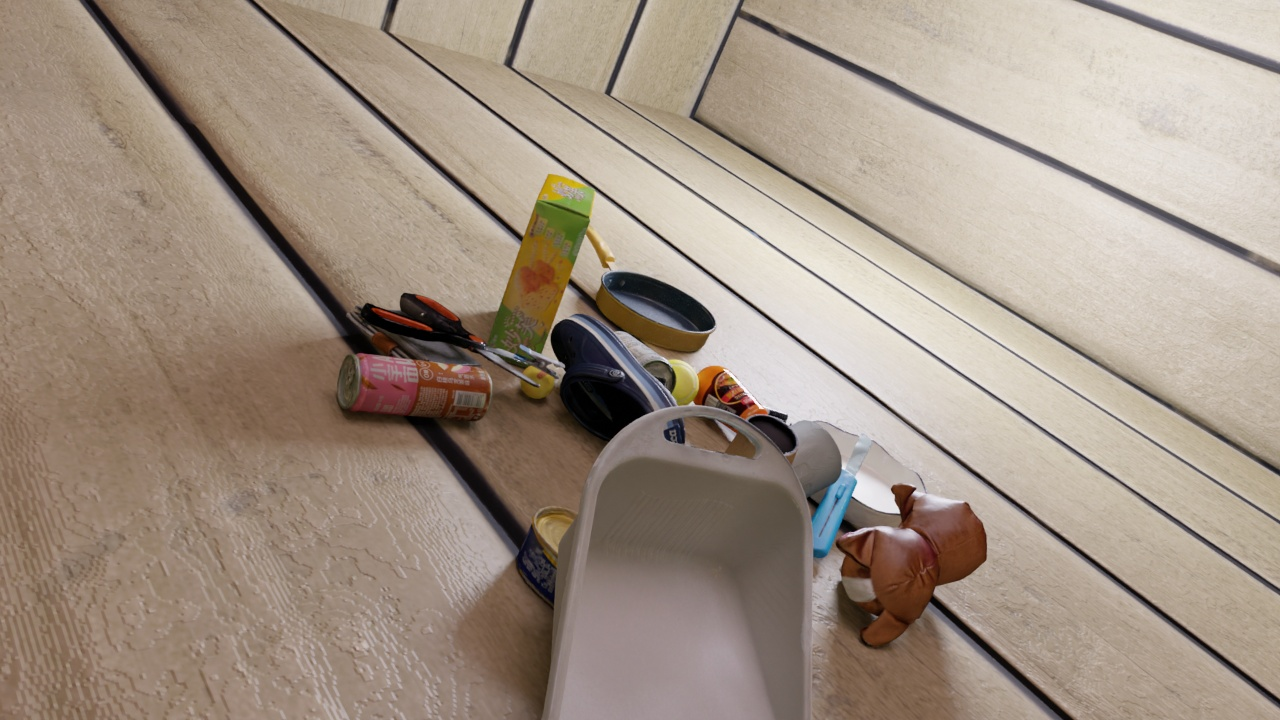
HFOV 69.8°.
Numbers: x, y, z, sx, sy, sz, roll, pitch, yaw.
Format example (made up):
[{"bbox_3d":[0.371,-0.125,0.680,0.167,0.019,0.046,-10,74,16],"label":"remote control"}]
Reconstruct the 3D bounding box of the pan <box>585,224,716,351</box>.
[{"bbox_3d":[-0.024,-0.138,1.486,0.357,0.078,0.197,38,26,30],"label":"pan"}]

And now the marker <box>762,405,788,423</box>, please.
[{"bbox_3d":[0.150,0.066,1.291,0.130,0.018,0.022,17,33,-19],"label":"marker"}]

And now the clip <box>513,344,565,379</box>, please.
[{"bbox_3d":[-0.112,0.001,1.018,0.058,0.036,0.025,28,6,-7],"label":"clip"}]

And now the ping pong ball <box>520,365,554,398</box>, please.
[{"bbox_3d":[-0.121,0.025,1.075,0.040,0.040,0.040,21,23,-9],"label":"ping pong ball"}]

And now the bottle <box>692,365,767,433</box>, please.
[{"bbox_3d":[0.130,0.066,1.200,0.066,0.067,0.149,1,31,-45],"label":"bottle"}]

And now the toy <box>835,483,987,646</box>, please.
[{"bbox_3d":[0.274,0.210,0.971,0.199,0.131,0.140,-22,88,-47],"label":"toy"}]

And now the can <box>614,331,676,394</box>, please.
[{"bbox_3d":[-0.007,0.007,1.164,0.058,0.058,0.147,14,10,-24],"label":"can"}]

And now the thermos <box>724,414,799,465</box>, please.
[{"bbox_3d":[0.112,0.128,0.965,0.093,0.144,0.092,13,36,-10],"label":"thermos"}]

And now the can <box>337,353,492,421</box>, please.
[{"bbox_3d":[-0.228,0.028,0.935,0.147,0.058,0.058,8,28,-35],"label":"can"}]

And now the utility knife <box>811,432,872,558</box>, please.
[{"bbox_3d":[0.236,0.153,1.083,0.034,0.018,0.222,22,41,17],"label":"utility knife"}]

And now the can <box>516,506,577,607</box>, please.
[{"bbox_3d":[-0.039,0.188,0.784,0.148,0.049,0.074,34,24,21],"label":"can"}]

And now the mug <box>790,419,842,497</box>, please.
[{"bbox_3d":[0.154,0.123,1.070,0.103,0.084,0.124,-23,20,-34],"label":"mug"}]

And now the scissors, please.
[{"bbox_3d":[-0.206,-0.024,1.017,0.232,0.022,0.221,14,16,-43],"label":"scissors"}]

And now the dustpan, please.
[{"bbox_3d":[0.042,0.173,0.678,0.222,0.143,0.257,14,43,-25],"label":"dustpan"}]

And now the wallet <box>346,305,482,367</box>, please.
[{"bbox_3d":[-0.257,-0.016,1.034,0.130,0.037,0.106,34,13,22],"label":"wallet"}]

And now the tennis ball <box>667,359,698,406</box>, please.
[{"bbox_3d":[0.043,0.031,1.194,0.065,0.066,0.065,21,23,-9],"label":"tennis ball"}]

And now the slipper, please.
[{"bbox_3d":[-0.043,0.040,1.059,0.095,0.105,0.253,-18,38,-27],"label":"slipper"}]

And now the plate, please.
[{"bbox_3d":[0.277,0.152,1.194,0.205,0.046,0.204,20,22,-9],"label":"plate"}]

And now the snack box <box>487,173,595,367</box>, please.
[{"bbox_3d":[-0.125,-0.116,1.162,0.070,0.210,0.157,20,22,-9],"label":"snack box"}]
